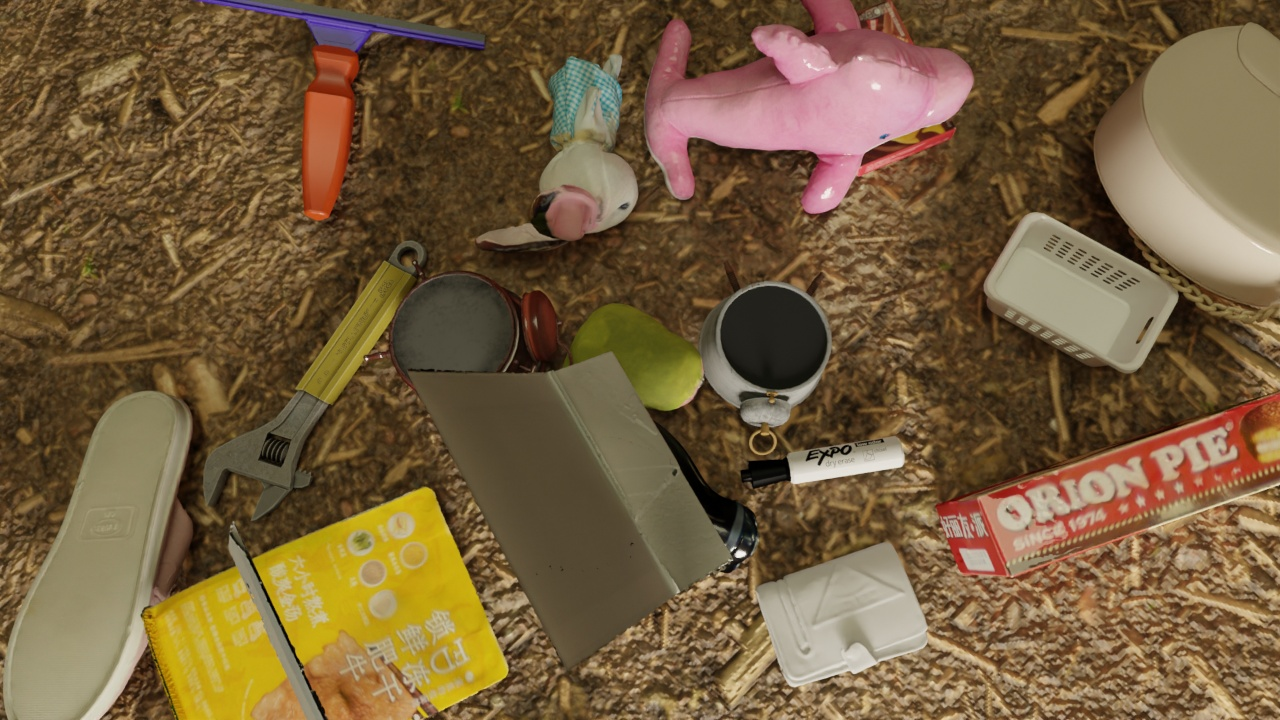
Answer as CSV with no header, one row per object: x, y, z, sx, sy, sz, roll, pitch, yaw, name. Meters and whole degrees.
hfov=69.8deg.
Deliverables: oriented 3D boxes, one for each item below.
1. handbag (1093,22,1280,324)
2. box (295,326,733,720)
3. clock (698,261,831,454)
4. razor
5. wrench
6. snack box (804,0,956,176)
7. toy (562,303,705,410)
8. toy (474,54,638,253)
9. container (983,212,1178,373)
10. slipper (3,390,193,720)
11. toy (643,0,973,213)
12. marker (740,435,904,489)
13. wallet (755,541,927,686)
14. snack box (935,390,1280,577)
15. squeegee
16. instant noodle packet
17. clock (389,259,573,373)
0.465,-0.152,0.692,0.208,0.104,0.210,-39,78,-24,handbag
-0.045,0.087,0.555,0.150,0.369,0.167,-31,78,-2,box
0.099,0.001,0.723,0.104,0.056,0.147,6,74,-4,clock
0.038,0.099,0.714,0.063,0.053,0.140,-23,68,-39,razor
-0.264,0.013,0.763,0.083,0.018,0.273,30,82,9,wrench
0.199,-0.233,0.782,0.089,0.021,0.133,-22,78,1,snack box
-0.004,0.004,0.728,0.110,0.051,0.090,20,74,18,toy
-0.047,-0.167,0.764,0.105,0.131,0.205,30,61,-29,toy
0.338,-0.049,0.722,0.129,0.049,0.080,32,82,9,container
-0.412,0.155,0.722,0.114,0.054,0.273,1,66,13,slipper
0.118,-0.216,0.719,0.266,0.127,0.186,-1,88,22,toy
0.142,0.081,0.720,0.126,0.025,0.025,-9,78,2,marker
0.152,0.193,0.694,0.116,0.032,0.086,-22,76,-1,wallet
0.346,0.091,0.661,0.236,0.113,0.060,-19,77,0,snack box
-0.268,-0.211,0.791,0.249,0.055,0.184,6,78,-13,squeegee
-0.231,0.214,0.697,0.221,0.084,0.163,-25,77,-7,instant noodle packet
-0.126,-0.008,0.726,0.158,0.072,0.120,22,80,12,clock
